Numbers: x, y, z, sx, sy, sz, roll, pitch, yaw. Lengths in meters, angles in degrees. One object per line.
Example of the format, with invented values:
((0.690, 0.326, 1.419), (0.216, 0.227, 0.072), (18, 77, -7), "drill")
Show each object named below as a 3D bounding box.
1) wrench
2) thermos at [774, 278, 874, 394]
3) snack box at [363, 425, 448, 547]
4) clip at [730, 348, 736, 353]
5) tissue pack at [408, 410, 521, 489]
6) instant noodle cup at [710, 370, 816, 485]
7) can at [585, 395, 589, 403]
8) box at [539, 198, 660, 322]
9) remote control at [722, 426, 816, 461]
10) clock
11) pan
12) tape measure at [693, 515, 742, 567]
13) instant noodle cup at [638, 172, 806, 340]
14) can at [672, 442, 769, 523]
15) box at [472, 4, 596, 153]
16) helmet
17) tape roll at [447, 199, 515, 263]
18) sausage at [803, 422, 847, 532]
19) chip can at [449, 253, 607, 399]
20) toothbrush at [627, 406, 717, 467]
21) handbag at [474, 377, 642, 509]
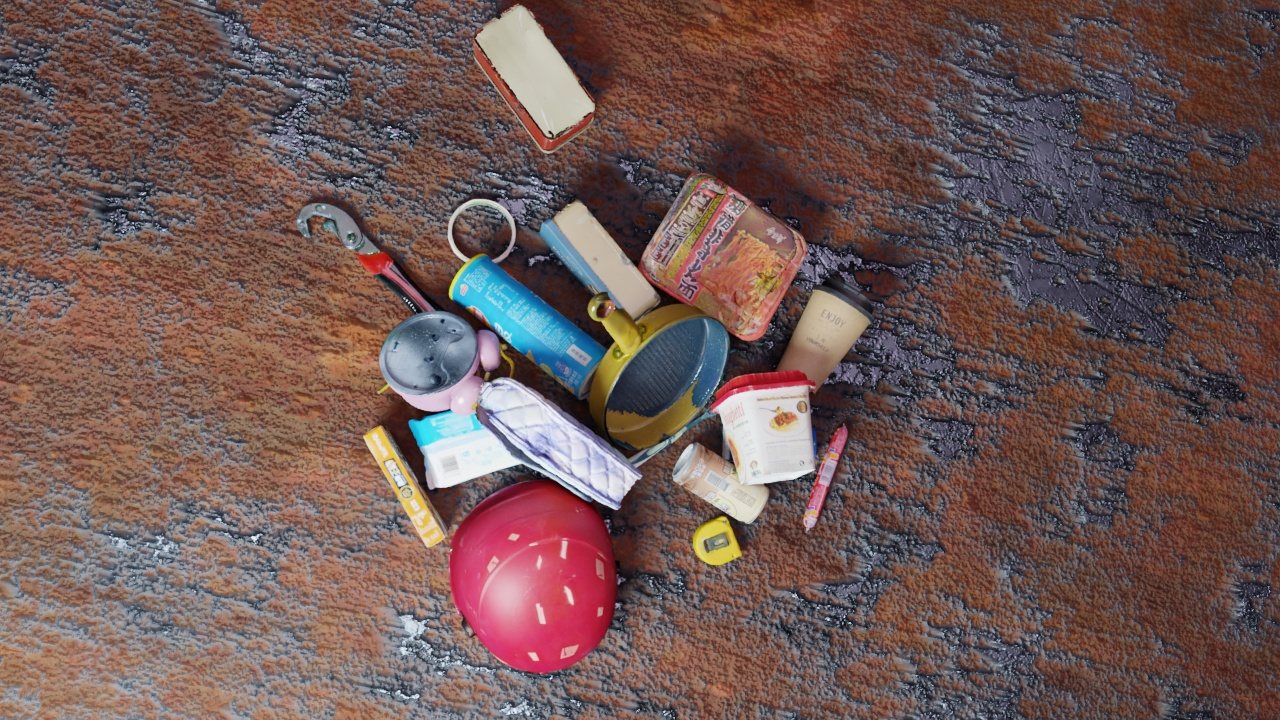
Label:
((-0.313, -0.101, 1.147), (0.273, 0.016, 0.056), (41, 84, -5), "wrench")
((0.240, -0.031, 1.206), (0.093, 0.093, 0.143), (33, 88, -6), "thermos")
((-0.282, 0.150, 1.104), (0.026, 0.075, 0.153), (-31, 92, -10), "snack box")
((0.097, -0.009, 1.214), (0.054, 0.013, 0.033), (-41, 93, -12), "clip")
((-0.204, 0.096, 1.127), (0.140, 0.063, 0.090), (-17, 91, -10), "tissue pack")
((0.160, 0.086, 1.144), (0.116, 0.116, 0.124), (-5, 75, -15), "instant noodle cup")
((-0.007, 0.007, 1.172), (0.147, 0.058, 0.058), (-34, 92, -11), "can")
((-0.056, -0.123, 1.158), (0.059, 0.090, 0.184), (-42, 91, -9), "box")
((0.170, 0.110, 1.212), (0.125, 0.024, 0.049), (3, 85, -11), "remote control")
((-0.228, 0.007, 1.094), (0.158, 0.060, 0.117), (9, 59, 10), "clock")
((0.005, -0.002, 1.044), (0.197, 0.357, 0.078), (-47, 56, -3), "pan")
((0.098, 0.236, 1.188), (0.057, 0.029, 0.060), (-22, 90, -10), "tape measure")
((0.105, -0.131, 1.191), (0.189, 0.079, 0.164), (32, 81, -5), "instant noodle cup")
((0.103, 0.157, 1.180), (0.116, 0.058, 0.058), (32, 81, -7), "can")
((-0.133, -0.361, 1.167), (0.091, 0.076, 0.168), (-37, 93, -10), "box")
((-0.118, 0.267, 1.093), (0.206, 0.144, 0.240), (-18, 90, -13), "helmet")
((-0.203, -0.163, 1.172), (0.085, 0.014, 0.085), (1, 86, -10), "tape roll")
((0.246, 0.156, 1.225), (0.020, 0.020, 0.155), (23, 82, -8), "sausage")
((-0.132, -0.042, 1.119), (0.210, 0.071, 0.071), (38, 80, 10), "chip can")
((0.035, 0.105, 1.192), (0.191, 0.018, 0.016), (-32, 92, -12), "toothbrush")
((-0.094, 0.100, 1.066), (0.075, 0.134, 0.194), (-53, 137, -5), "handbag")
